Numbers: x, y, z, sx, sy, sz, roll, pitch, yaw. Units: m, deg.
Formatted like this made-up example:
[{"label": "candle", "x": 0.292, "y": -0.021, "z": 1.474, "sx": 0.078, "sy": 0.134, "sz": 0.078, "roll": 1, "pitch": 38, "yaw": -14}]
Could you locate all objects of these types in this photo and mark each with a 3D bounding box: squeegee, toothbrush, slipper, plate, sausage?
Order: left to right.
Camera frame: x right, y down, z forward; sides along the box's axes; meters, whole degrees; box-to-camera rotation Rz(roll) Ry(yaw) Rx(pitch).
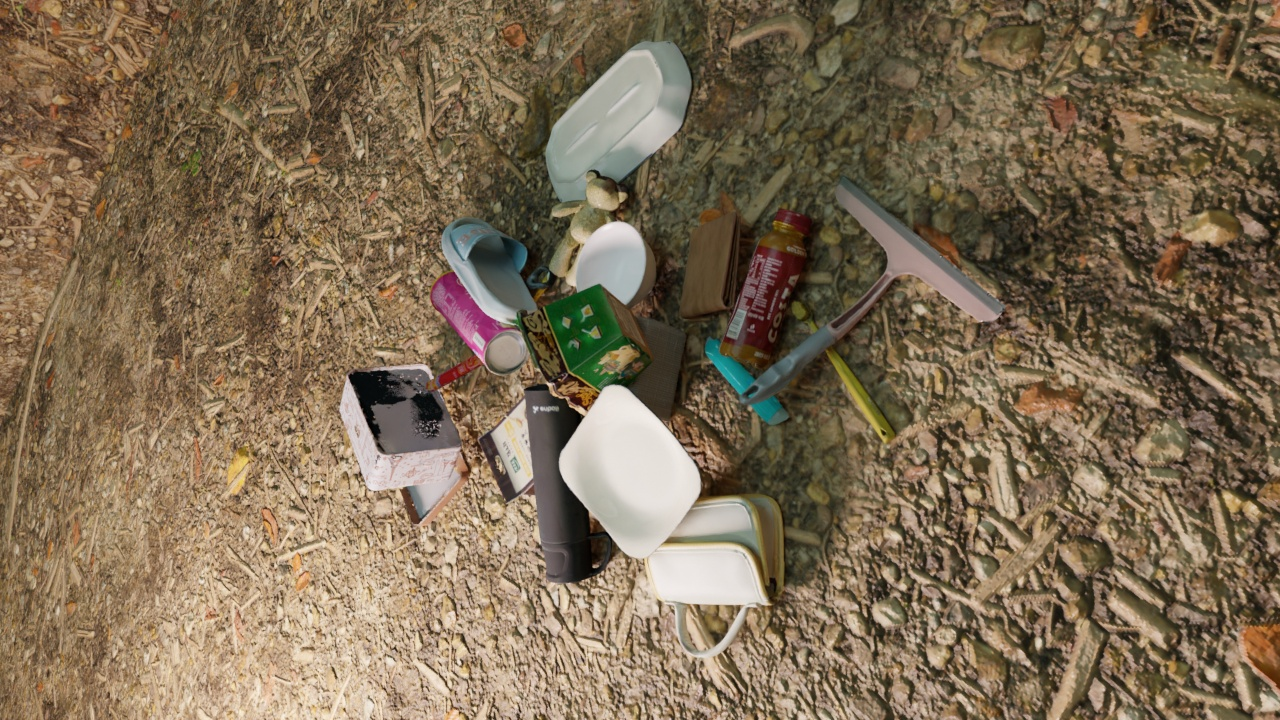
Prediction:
[{"label": "sausage", "x": -0.249, "y": 0.007, "z": 1.331, "sx": 0.156, "sy": 0.020, "sz": 0.020, "roll": -29, "pitch": 60, "yaw": 4}, {"label": "slipper", "x": -0.204, "y": -0.137, "z": 1.277, "sx": 0.074, "sy": 0.104, "sz": 0.245, "roll": -58, "pitch": 43, "yaw": 24}, {"label": "toothbrush", "x": -0.129, "y": -0.112, "z": 1.289, "sx": 0.192, "sy": 0.016, "sz": 0.018, "roll": -53, "pitch": 35, "yaw": 21}, {"label": "plate", "x": -0.043, "y": -0.324, "z": 1.247, "sx": 0.266, "sy": 0.034, "sz": 0.162, "roll": -35, "pitch": 60, "yaw": 31}, {"label": "plate", "x": -0.007, "y": 0.122, "z": 1.026, "sx": 0.163, "sy": 0.034, "sz": 0.165, "roll": 47, "pitch": 124, "yaw": 19}, {"label": "squeegee", "x": 0.201, "y": -0.036, "z": 0.960, "sx": 0.250, "sy": 0.040, "sz": 0.247, "roll": -44, "pitch": 52, "yaw": 9}, {"label": "toothbrush", "x": 0.211, "y": 0.008, "z": 0.970, "sx": 0.016, "sy": 0.016, "sz": 0.190, "roll": -44, "pitch": 56, "yaw": 25}]

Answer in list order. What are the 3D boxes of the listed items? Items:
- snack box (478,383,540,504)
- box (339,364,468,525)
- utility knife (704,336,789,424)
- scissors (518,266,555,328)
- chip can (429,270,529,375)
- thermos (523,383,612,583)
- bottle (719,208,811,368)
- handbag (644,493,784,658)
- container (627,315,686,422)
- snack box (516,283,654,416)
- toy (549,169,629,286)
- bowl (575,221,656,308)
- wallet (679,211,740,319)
[{"label": "snack box", "x": -0.146, "y": 0.113, "z": 1.235, "sx": 0.126, "sy": 0.053, "sz": 0.113, "roll": -45, "pitch": 56, "yaw": 25}, {"label": "box", "x": -0.361, "y": 0.132, "z": 1.372, "sx": 0.183, "sy": 0.156, "sz": 0.193, "roll": 57, "pitch": 134, "yaw": 36}, {"label": "utility knife", "x": 0.118, "y": 0.022, "z": 1.052, "sx": 0.029, "sy": 0.013, "sz": 0.157, "roll": -53, "pitch": 50, "yaw": 17}, {"label": "scissors", "x": -0.174, "y": -0.095, "z": 1.315, "sx": 0.176, "sy": 0.014, "sz": 0.159, "roll": -37, "pitch": 49, "yaw": 37}, {"label": "chip can", "x": -0.232, "y": -0.056, "z": 1.314, "sx": 0.210, "sy": 0.071, "sz": 0.071, "roll": 41, "pitch": 108, "yaw": 46}, {"label": "thermos", "x": -0.088, "y": 0.150, "z": 1.142, "sx": 0.090, "sy": 0.068, "sz": 0.242, "roll": -6, "pitch": 96, "yaw": 2}, {"label": "bottle", "x": 0.142, "y": -0.080, "z": 1.021, "sx": 0.057, "sy": 0.057, "sz": 0.175, "roll": 25, "pitch": 98, "yaw": 41}, {"label": "handbag", "x": 0.078, "y": 0.240, "z": 1.016, "sx": 0.164, "sy": 0.063, "sz": 0.178, "roll": -12, "pitch": 77, "yaw": 41}, {"label": "container", "x": -0.007, "y": 0.006, "z": 1.114, "sx": 0.090, "sy": 0.090, "sz": 0.114, "roll": 12, "pitch": 86, "yaw": 41}, {"label": "snack box", "x": -0.056, "y": -0.019, "z": 1.042, "sx": 0.106, "sy": 0.118, "sz": 0.117, "roll": -33, "pitch": 56, "yaw": 12}, {"label": "toy", "x": -0.071, "y": -0.174, "z": 1.231, "sx": 0.105, "sy": 0.066, "sz": 0.157, "roll": 30, "pitch": 107, "yaw": 8}, {"label": "bowl", "x": -0.018, "y": -0.111, "z": 1.162, "sx": 0.119, "sy": 0.064, "sz": 0.118, "roll": -9, "pitch": 76, "yaw": 40}, {"label": "wallet", "x": 0.082, "y": -0.110, "z": 1.084, "sx": 0.101, "sy": 0.020, "sz": 0.115, "roll": -8, "pitch": 72, "yaw": 63}]
